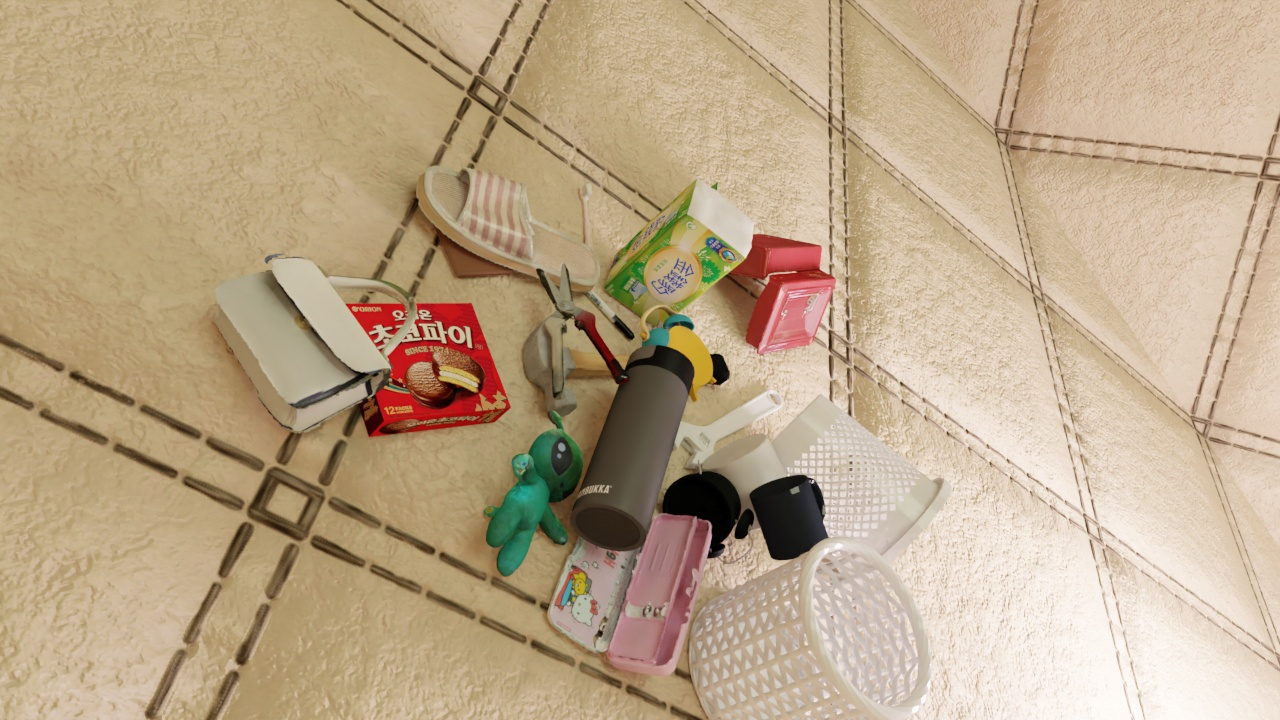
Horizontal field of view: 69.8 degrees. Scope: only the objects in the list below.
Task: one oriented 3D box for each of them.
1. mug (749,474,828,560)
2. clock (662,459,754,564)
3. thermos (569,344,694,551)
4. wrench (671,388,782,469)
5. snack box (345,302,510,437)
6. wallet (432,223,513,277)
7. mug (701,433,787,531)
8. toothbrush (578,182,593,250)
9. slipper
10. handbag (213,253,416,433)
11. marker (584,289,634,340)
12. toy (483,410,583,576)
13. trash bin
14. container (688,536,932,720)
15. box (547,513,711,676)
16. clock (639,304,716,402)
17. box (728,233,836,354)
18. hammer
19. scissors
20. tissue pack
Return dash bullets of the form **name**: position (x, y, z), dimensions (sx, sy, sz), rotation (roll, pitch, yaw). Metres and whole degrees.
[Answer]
- **mug**: position (0.183, 0.177, 1.076), dimensions (0.104, 0.071, 0.077), rotation (-23, 95, -45)
- **clock**: position (0.082, 0.185, 1.084), dimensions (0.120, 0.091, 0.042), rotation (52, 29, 11)
- **thermos**: position (-0.004, 0.090, 1.027), dimensions (0.082, 0.082, 0.239), rotation (36, 45, -17)
- **wrench**: position (0.124, 0.085, 1.256), dimensions (0.272, 0.018, 0.066), rotation (-22, 76, -51)
- **snack box**: position (-0.228, 0.005, 0.966), dimensions (0.151, 0.036, 0.132), rotation (-4, 64, -45)
- **wallet**: position (-0.212, -0.156, 1.124), dimensions (0.087, 0.013, 0.121), rotation (-10, 68, -47)
- **mug**: position (0.123, 0.159, 1.139), dimensions (0.121, 0.091, 0.090), rotation (-28, 97, -9)
- **toothbrush**: position (-0.071, -0.177, 1.273), dimensions (0.015, 0.018, 0.181), rotation (18, 50, -33)
- **slipper**: position (-0.151, -0.168, 1.141), dimensions (0.262, 0.052, 0.114), rotation (25, 45, -32)
- **handbag**: position (-0.291, -0.035, 0.871), dimensions (0.175, 0.074, 0.151), rotation (-28, 75, -36)
- **marker**: position (-0.061, -0.084, 1.214), dimensions (0.152, 0.011, 0.011), rotation (46, 39, -5)
- **toy**: position (-0.111, 0.134, 0.959), dimensions (0.192, 0.072, 0.131), rotation (-58, 143, -46)
- **trash bin**: position (0.264, 0.161, 1.213), dimensions (0.199, 0.196, 0.194), rotation (45, 39, 8)
- **container**: position (0.181, 0.314, 0.997), dimensions (0.189, 0.187, 0.189), rotation (25, 46, -29)
- **box**: position (-0.008, 0.236, 0.996), dimensions (0.153, 0.067, 0.200), rotation (19, 42, 4)
- **clock**: position (0.048, -0.013, 1.184), dimensions (0.129, 0.044, 0.098), rotation (56, 37, -3)
- **box**: position (0.195, -0.124, 1.435), dimensions (0.156, 0.157, 0.170), rotation (-8, 39, -46)
- **hammer**: position (-0.007, 0.007, 1.176), dimensions (0.327, 0.039, 0.131), rotation (3, 58, -43)
- **scissors**: position (-0.078, -0.032, 1.074), dimensions (0.185, 0.015, 0.178), rotation (23, 57, 13)
- **tissue pack**: position (0.055, -0.161, 1.238), dimensions (0.120, 0.198, 0.141), rotation (40, 42, -23)
